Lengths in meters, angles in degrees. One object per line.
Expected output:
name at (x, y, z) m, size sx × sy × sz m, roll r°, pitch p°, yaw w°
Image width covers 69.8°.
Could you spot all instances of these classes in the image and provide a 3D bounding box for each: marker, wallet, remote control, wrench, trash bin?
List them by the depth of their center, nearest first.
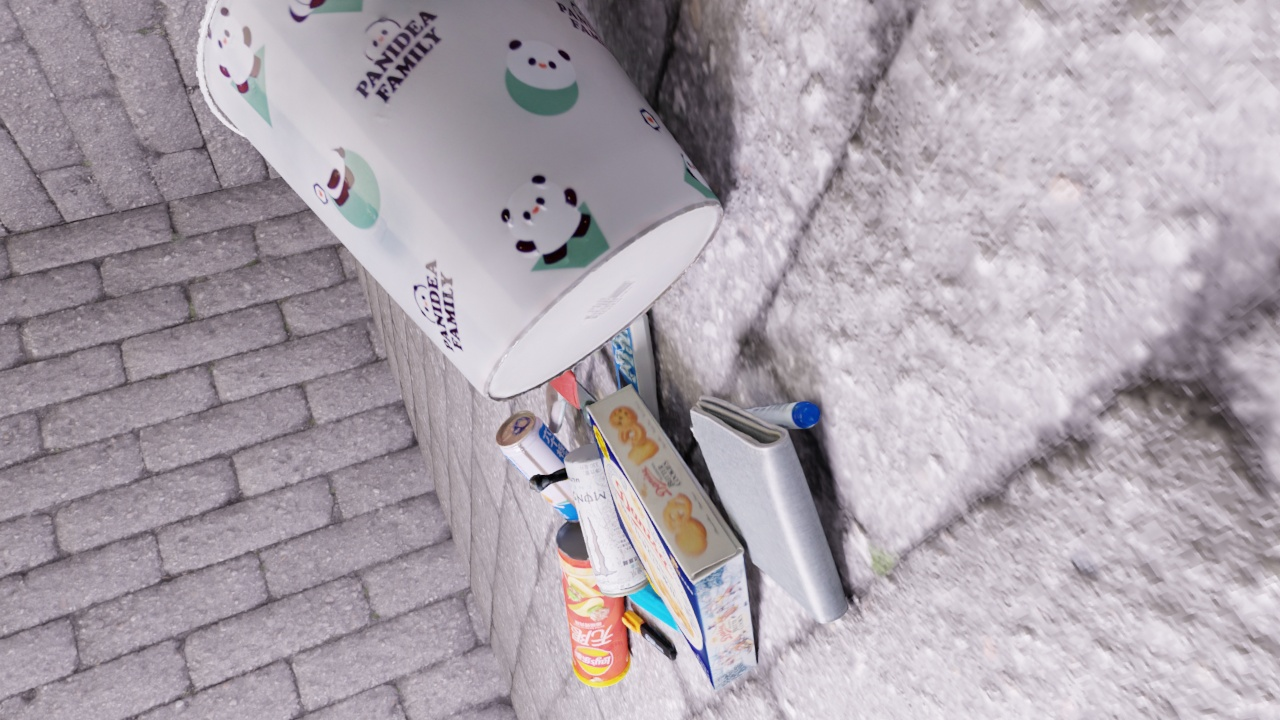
trash bin at (-0.098, -0.126, 0.569) m, size 0.252 × 0.229 × 0.230 m, roll 51°, pitch 157°, yaw 8°
wallet at (0.081, 0.087, 0.578) m, size 0.106 × 0.037 × 0.130 m, roll 31°, pitch 146°, yaw 64°
marker at (0.074, 0.038, 0.590) m, size 0.146 × 0.016 × 0.017 m, roll -17°, pitch 90°, yaw 70°
remote control at (-0.005, 0.004, 0.760) m, size 0.049 × 0.024 × 0.125 m, roll 47°, pitch 151°, yaw 51°
wrench at (-0.089, 0.004, 0.862) m, size 0.273 × 0.016 × 0.056 m, roll 47°, pitch 138°, yaw 7°
marker at (0.009, 0.296, 0.987) m, size 0.124 × 0.015 × 0.018 m, roll 11°, pitch 121°, yaw 66°

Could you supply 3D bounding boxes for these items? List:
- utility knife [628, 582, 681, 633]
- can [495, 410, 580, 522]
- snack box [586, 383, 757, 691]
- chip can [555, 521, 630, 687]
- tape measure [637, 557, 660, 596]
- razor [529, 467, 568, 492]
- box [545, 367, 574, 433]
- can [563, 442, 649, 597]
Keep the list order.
utility knife at (0.030, 0.241, 0.876) m, size 0.235 × 0.018 × 0.034 m, roll -179°, pitch 74°, yaw -71°
can at (-0.097, 0.114, 0.982) m, size 0.134 × 0.053 × 0.053 m, roll 54°, pitch 173°, yaw -34°
snack box at (0.025, 0.140, 0.725) m, size 0.178 × 0.045 × 0.183 m, roll 55°, pitch 165°, yaw 41°
chip can at (-0.053, 0.278, 1.054) m, size 0.073 × 0.073 × 0.217 m, roll -133°, pitch 32°, yaw -51°
tape measure at (0.018, 0.193, 0.854) m, size 0.057 × 0.028 × 0.060 m, roll -156°, pitch 51°, yaw -65°
razor at (-0.078, 0.116, 0.924) m, size 0.142 × 0.022 × 0.042 m, roll -5°, pitch -99°, yaw -68°
box at (-0.113, -0.013, 0.931) m, size 0.202 × 0.110 × 0.099 m, roll 107°, pitch 170°, yaw -57°
can at (-0.031, 0.156, 0.912) m, size 0.058 × 0.058 × 0.147 m, roll -164°, pitch 59°, yaw -67°
